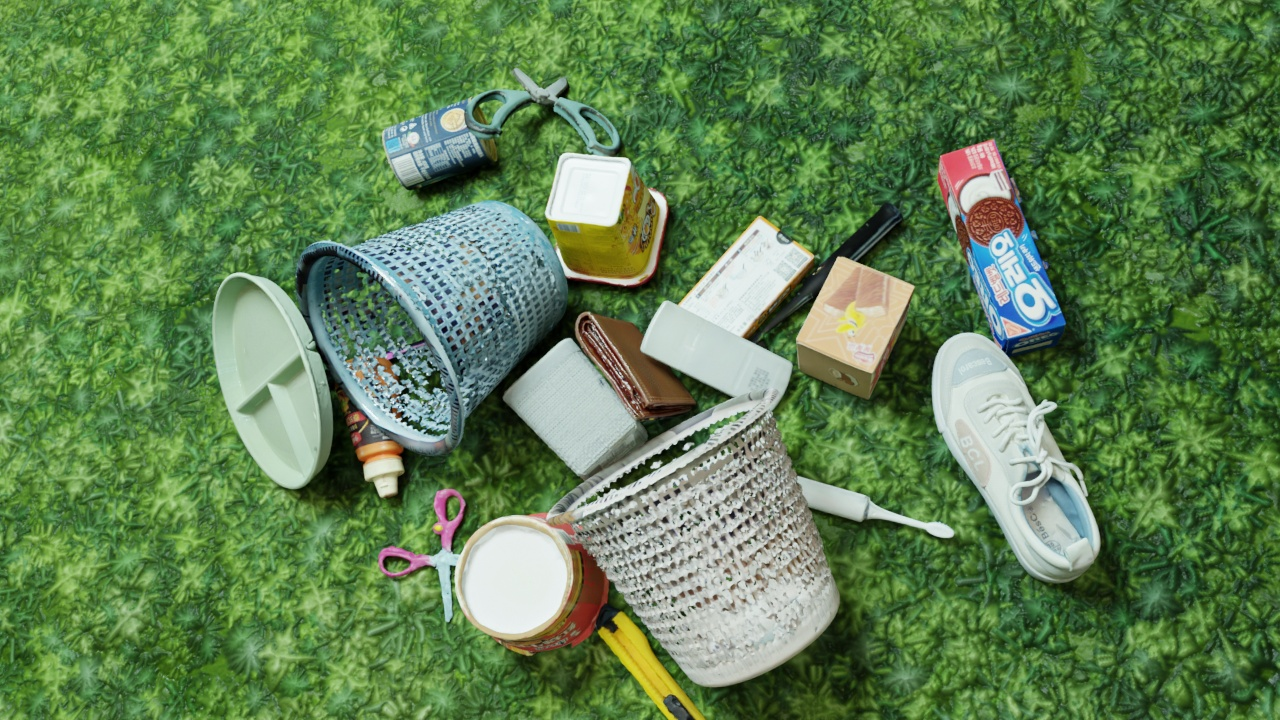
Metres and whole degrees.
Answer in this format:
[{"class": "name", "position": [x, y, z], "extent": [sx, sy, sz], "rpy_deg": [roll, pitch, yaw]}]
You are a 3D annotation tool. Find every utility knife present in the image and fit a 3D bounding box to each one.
[{"class": "utility knife", "position": [0.036, 0.317, 0.842], "extent": [0.033, 0.015, 0.230], "rpy_deg": [-43, 74, 2]}]

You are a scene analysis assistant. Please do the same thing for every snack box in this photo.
[{"class": "snack box", "position": [0.350, -0.110, 0.895], "extent": [0.058, 0.057, 0.207], "rpy_deg": [-16, 71, 9]}, {"class": "snack box", "position": [0.103, -0.071, 0.950], "extent": [0.075, 0.026, 0.153], "rpy_deg": [41, 85, 19]}, {"class": "snack box", "position": [0.205, -0.029, 0.880], "extent": [0.077, 0.093, 0.094], "rpy_deg": [25, 79, 17]}]

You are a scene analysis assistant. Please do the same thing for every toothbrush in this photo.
[{"class": "toothbrush", "position": [0.184, 0.132, 0.868], "extent": [0.221, 0.026, 0.027], "rpy_deg": [14, 102, 16]}, {"class": "toothbrush", "position": [0.184, -0.080, 0.937], "extent": [0.212, 0.027, 0.026], "rpy_deg": [-44, 26, -3]}, {"class": "toothbrush", "position": [-0.273, -0.006, 1.017], "extent": [0.189, 0.018, 0.014], "rpy_deg": [-18, 71, 2]}]

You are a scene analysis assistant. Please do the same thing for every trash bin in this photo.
[{"class": "trash bin", "position": [0.063, 0.158, 0.790], "extent": [0.227, 0.227, 0.192], "rpy_deg": [-30, 91, 1]}, {"class": "trash bin", "position": [-0.185, -0.052, 0.900], "extent": [0.226, 0.227, 0.194], "rpy_deg": [36, 51, 19]}]

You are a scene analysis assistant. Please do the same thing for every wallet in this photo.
[{"class": "wallet", "position": [-0.005, 0.005, 0.911], "extent": [0.032, 0.101, 0.124], "rpy_deg": [-44, 69, 21]}]

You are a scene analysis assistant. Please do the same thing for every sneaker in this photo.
[{"class": "sneaker", "position": [0.332, 0.079, 0.821], "extent": [0.089, 0.091, 0.242], "rpy_deg": [-21, 69, 3]}]

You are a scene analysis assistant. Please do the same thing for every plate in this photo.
[{"class": "plate", "position": [-0.380, 0.021, 0.947], "extent": [0.230, 0.027, 0.230], "rpy_deg": [16, 114, 41]}]

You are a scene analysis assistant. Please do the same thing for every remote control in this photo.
[{"class": "remote control", "position": [0.076, -0.003, 0.907], "extent": [0.150, 0.021, 0.058], "rpy_deg": [27, 87, -7]}]

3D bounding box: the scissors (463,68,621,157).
[{"class": "scissors", "position": [-0.109, -0.266, 1.020], "extent": [0.175, 0.019, 0.169], "rpy_deg": [42, 50, 14]}]

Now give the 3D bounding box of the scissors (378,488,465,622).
[{"class": "scissors", "position": [-0.207, 0.199, 0.936], "extent": [0.136, 0.017, 0.133], "rpy_deg": [-9, 75, 5]}]

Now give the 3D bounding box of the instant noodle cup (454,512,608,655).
[{"class": "instant noodle cup", "position": [-0.106, 0.204, 0.858], "extent": [0.138, 0.108, 0.137], "rpy_deg": [-2, 73, 8]}]

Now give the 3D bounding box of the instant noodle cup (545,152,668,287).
[{"class": "instant noodle cup", "position": [-0.040, -0.150, 0.952], "extent": [0.116, 0.124, 0.116], "rpy_deg": [9, 74, 15]}]

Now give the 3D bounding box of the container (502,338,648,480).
[{"class": "container", "position": [-0.060, 0.056, 0.912], "extent": [0.090, 0.090, 0.114], "rpy_deg": [-42, 73, -3]}]

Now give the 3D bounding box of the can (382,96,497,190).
[{"class": "can", "position": [-0.230, -0.246, 1.048], "extent": [0.111, 0.075, 0.075], "rpy_deg": [-18, 70, 6]}]

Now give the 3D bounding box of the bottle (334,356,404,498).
[{"class": "bottle", "position": [-0.279, 0.072, 0.969], "extent": [0.067, 0.067, 0.149], "rpy_deg": [-16, 77, 6]}]
